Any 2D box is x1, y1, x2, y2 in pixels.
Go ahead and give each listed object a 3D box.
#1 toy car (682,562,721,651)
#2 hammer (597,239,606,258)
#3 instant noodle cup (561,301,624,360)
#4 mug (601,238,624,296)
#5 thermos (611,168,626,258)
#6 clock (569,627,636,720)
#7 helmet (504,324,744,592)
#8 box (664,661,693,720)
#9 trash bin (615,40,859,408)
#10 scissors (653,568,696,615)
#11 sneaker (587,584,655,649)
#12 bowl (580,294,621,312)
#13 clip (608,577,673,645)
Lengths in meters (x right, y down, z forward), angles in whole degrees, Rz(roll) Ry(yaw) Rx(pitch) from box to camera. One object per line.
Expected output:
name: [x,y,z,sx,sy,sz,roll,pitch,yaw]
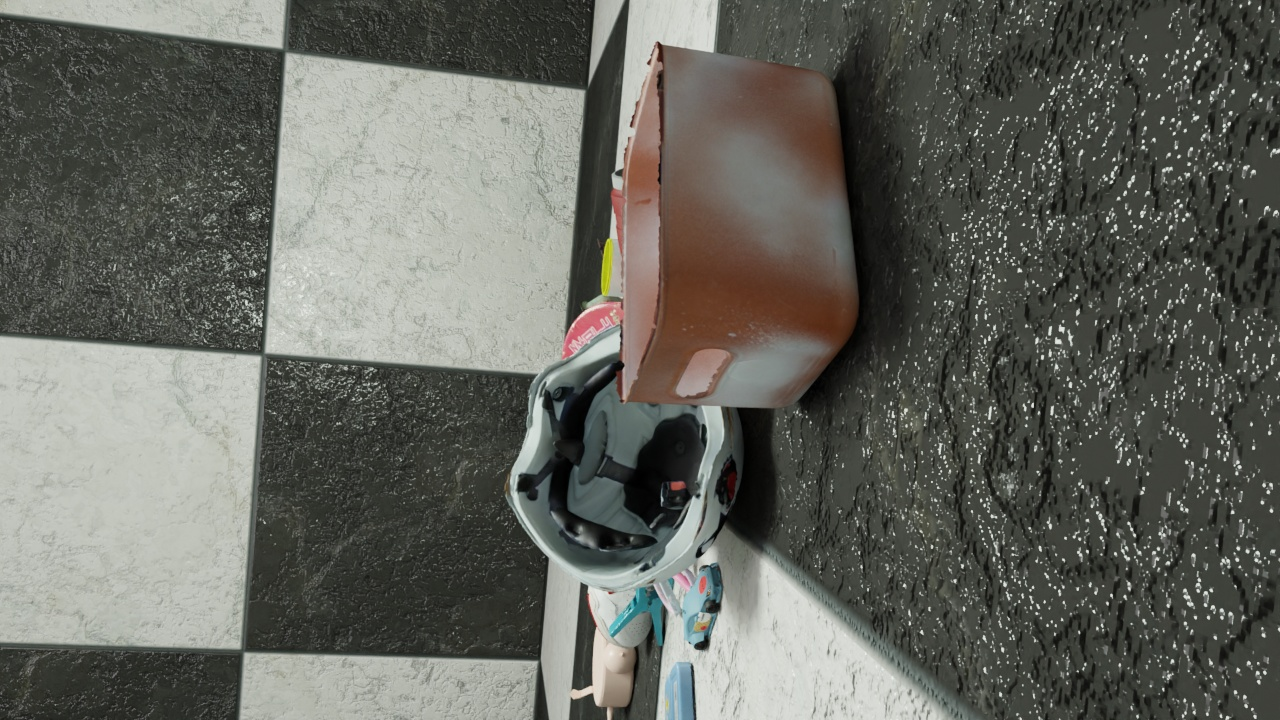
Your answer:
toy car: [0.063,0.268,1.001,0.060,0.027,0.108,-98,15,-53]
hammer: [0.022,-0.203,1.327,0.324,0.115,0.033,152,101,-70]
instant noodle cup: [-0.007,0.007,1.174,0.077,0.179,0.179,-22,-55,-55]
mug: [0.001,-0.130,1.327,0.082,0.106,0.082,-176,91,-80]
thermos: [0.023,-0.151,1.201,0.083,0.108,0.199,-37,-53,-47]
clock: [-0.054,0.483,1.469,0.131,0.086,0.161,-102,25,-60]
helmet: [0.007,0.098,0.942,0.163,0.237,0.264,12,-81,-59]
box: [0.042,0.464,1.056,0.126,0.021,0.208,111,162,-57]
trash bin: [0.070,-0.100,0.742,0.182,0.157,0.259,112,162,-62]
scissors: [0.020,0.247,1.112,0.170,0.013,0.173,34,147,44]
sneaker: [-0.009,0.301,1.281,0.104,0.090,0.236,8,104,51]
bowl: [-0.016,-0.048,1.354,0.038,0.157,0.157,-49,19,12]
clip: [0.020,0.321,1.214,0.027,0.104,0.120,-117,39,-67]
